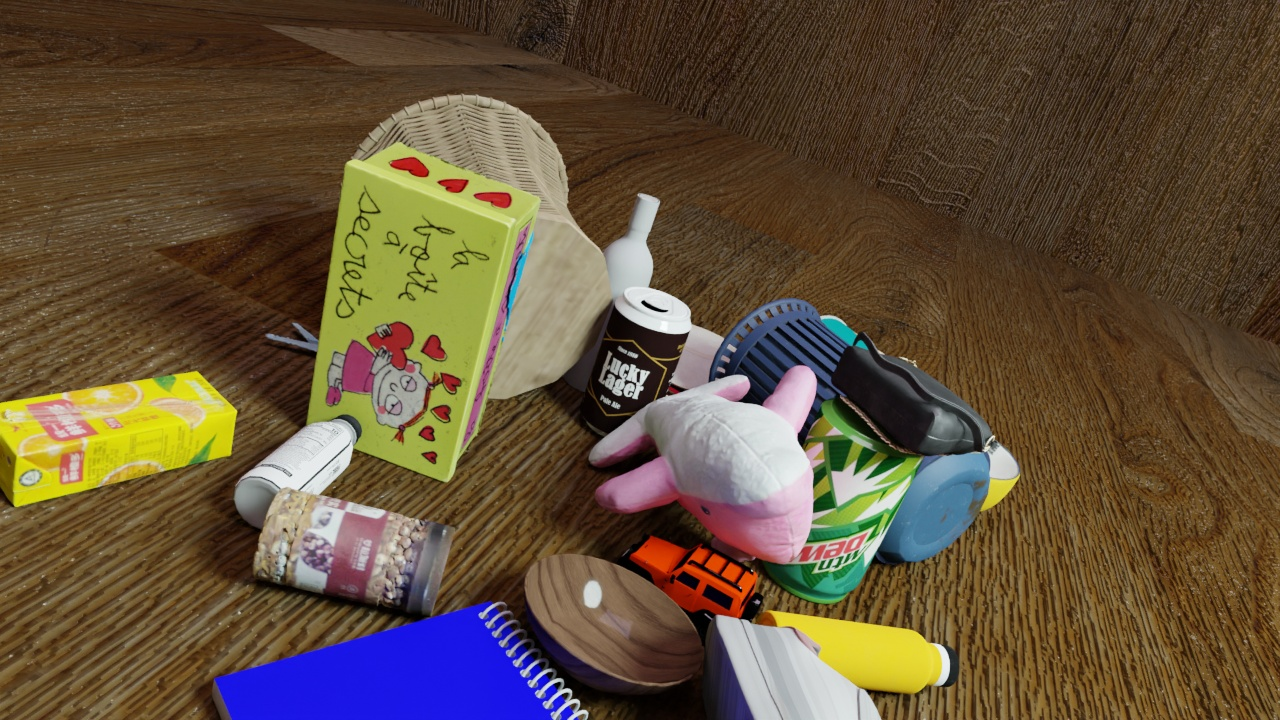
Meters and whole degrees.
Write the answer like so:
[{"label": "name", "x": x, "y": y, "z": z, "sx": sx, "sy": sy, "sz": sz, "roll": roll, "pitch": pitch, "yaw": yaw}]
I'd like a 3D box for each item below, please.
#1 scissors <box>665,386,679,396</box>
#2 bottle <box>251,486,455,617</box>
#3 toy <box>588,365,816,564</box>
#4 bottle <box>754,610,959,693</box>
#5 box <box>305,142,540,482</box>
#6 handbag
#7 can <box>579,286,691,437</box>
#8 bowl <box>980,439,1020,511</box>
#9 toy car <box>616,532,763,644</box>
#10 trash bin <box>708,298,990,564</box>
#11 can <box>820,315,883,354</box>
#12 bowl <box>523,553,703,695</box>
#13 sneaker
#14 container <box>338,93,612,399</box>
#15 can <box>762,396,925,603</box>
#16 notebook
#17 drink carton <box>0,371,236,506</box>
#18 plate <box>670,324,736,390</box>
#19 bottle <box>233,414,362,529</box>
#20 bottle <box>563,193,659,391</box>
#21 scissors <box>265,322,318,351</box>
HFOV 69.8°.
[{"label": "scissors", "x": 0.007, "y": 0.023, "z": 0.938, "sx": 0.139, "sy": 0.015, "sz": 0.188, "roll": 5, "pitch": 27, "yaw": -26}, {"label": "bottle", "x": -0.170, "y": 0.115, "z": 0.549, "sx": 0.105, "sy": 0.056, "sz": 0.056, "roll": 15, "pitch": 24, "yaw": -9}, {"label": "toy", "x": 0.061, "y": 0.089, "z": 0.694, "sx": 0.186, "sy": 0.128, "sz": 0.266, "roll": -27, "pitch": 16, "yaw": -10}, {"label": "bottle", "x": 0.148, "y": 0.201, "z": 0.624, "sx": 0.143, "sy": 0.043, "sz": 0.043, "roll": 12, "pitch": 25, "yaw": -17}, {"label": "box", "x": -0.160, "y": -0.033, "z": 0.666, "sx": 0.124, "sy": 0.221, "sz": 0.079, "roll": 23, "pitch": 31, "yaw": 1}, {"label": "handbag", "x": 0.199, "y": 0.029, "z": 0.659, "sx": 0.079, "sy": 0.054, "sz": 0.128, "roll": 10, "pitch": 23, "yaw": -30}, {"label": "can", "x": -0.005, "y": 0.005, "z": 0.824, "sx": 0.072, "sy": 0.129, "sz": 0.071, "roll": 16, "pitch": 24, "yaw": -8}, {"label": "bowl", "x": 0.306, "y": 0.110, "z": 0.911, "sx": 0.117, "sy": 0.068, "sz": 0.117, "roll": 16, "pitch": 24, "yaw": -8}, {"label": "toy car", "x": 0.034, "y": 0.152, "z": 0.635, "sx": 0.100, "sy": 0.049, "sz": 0.051, "roll": 27, "pitch": 25, "yaw": 16}, {"label": "trash bin", "x": 0.188, "y": 0.063, "z": 0.840, "sx": 0.139, "sy": 0.139, "sz": 0.249, "roll": 1, "pitch": 31, "yaw": -36}, {"label": "can", "x": 0.229, "y": 0.029, "z": 0.989, "sx": 0.099, "sy": 0.099, "sz": 0.144, "roll": 2, "pitch": 29, "yaw": -34}, {"label": "bowl", "x": -0.022, "y": 0.168, "z": 0.565, "sx": 0.119, "sy": 0.032, "sz": 0.119, "roll": 24, "pitch": 16, "yaw": -7}, {"label": "sneaker", "x": 0.099, "y": 0.220, "z": 0.477, "sx": 0.089, "sy": 0.099, "sz": 0.236, "roll": -1, "pitch": 26, "yaw": -10}, {"label": "container", "x": -0.147, "y": -0.097, "z": 0.843, "sx": 0.226, "sy": 0.227, "sz": 0.196, "roll": 5, "pitch": 34, "yaw": -30}, {"label": "can", "x": 0.152, "y": 0.107, "z": 0.703, "sx": 0.083, "sy": 0.144, "sz": 0.083, "roll": 16, "pitch": 24, "yaw": -7}, {"label": "notebook", "x": -0.088, "y": 0.211, "z": 0.450, "sx": 0.171, "sy": 0.022, "sz": 0.209, "roll": -5, "pitch": 34, "yaw": -41}, {"label": "drink carton", "x": -0.338, "y": 0.046, "z": 0.588, "sx": 0.058, "sy": 0.043, "sz": 0.134, "roll": 34, "pitch": 28, "yaw": 28}, {"label": "plate", "x": 0.061, "y": -0.010, "z": 1.015, "sx": 0.188, "sy": 0.027, "sz": 0.188, "roll": 18, "pitch": 19, "yaw": -7}, {"label": "bottle", "x": -0.226, "y": 0.070, "z": 0.624, "sx": 0.041, "sy": 0.041, "sz": 0.115, "roll": 21, "pitch": 23, "yaw": 3}, {"label": "bottle", "x": -0.022, "y": -0.063, "z": 0.875, "sx": 0.052, "sy": 0.195, "sz": 0.052, "roll": 16, "pitch": 24, "yaw": -8}, {"label": "scissors", "x": -0.250, "y": -0.004, "z": 0.800, "sx": 0.139, "sy": 0.015, "sz": 0.117, "roll": 40, "pitch": 30, "yaw": 26}]
